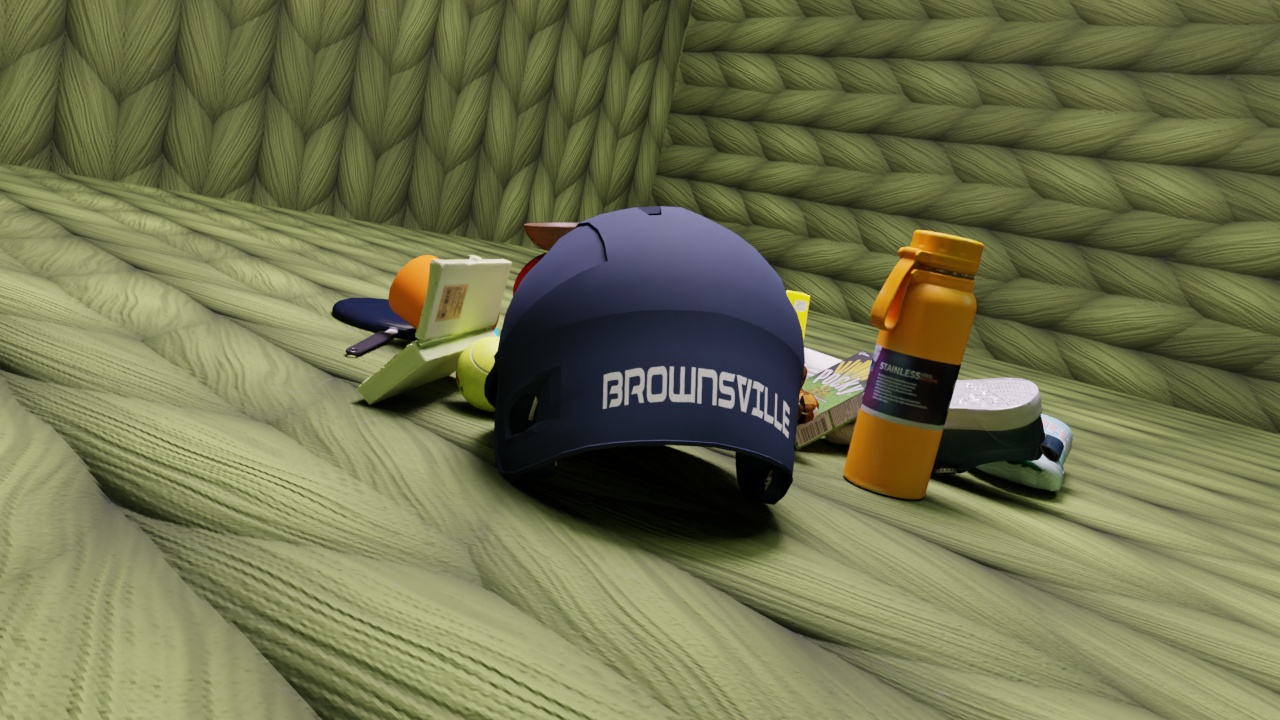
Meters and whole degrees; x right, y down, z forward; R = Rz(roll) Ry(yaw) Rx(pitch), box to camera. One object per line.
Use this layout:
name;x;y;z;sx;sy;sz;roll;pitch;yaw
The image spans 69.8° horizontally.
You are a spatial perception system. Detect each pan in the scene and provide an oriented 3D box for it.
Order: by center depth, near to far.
pan;-0.282;-0.039;1.072;0.199;0.021;0.356;12;9;-2

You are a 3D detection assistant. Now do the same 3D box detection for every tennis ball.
tennis ball;-0.128;0.012;0.799;0.065;0.065;0.065;12;9;-2

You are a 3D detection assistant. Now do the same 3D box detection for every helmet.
helmet;0.000;0.000;0.706;0.232;0.222;0.273;9;-27;-20

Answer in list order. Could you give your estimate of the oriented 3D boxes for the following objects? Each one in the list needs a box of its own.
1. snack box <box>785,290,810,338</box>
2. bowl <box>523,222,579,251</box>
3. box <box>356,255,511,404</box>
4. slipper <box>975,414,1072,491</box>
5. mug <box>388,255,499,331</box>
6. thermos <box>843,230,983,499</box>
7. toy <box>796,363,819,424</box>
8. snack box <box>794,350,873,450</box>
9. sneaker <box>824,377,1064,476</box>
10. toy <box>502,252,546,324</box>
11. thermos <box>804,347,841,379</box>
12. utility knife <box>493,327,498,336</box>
snack box;0.164;-0.004;1.038;0.029;0.147;0.040;12;-18;-1
bowl;-0.074;-0.139;1.042;0.118;0.030;0.117;1;10;0
box;-0.167;-0.028;0.812;0.047;0.141;0.187;31;9;4
slipper;0.434;0.092;1.038;0.104;0.074;0.245;16;8;28
mug;-0.214;-0.052;1.027;0.096;0.077;0.113;36;-14;22
thermos;0.242;0.003;0.814;0.076;0.233;0.091;19;12;32
toy;0.111;0.045;0.895;0.112;0.067;0.087;-6;46;-2
snack box;0.200;0.039;0.961;0.147;0.025;0.080;-25;21;-15
sneaker;0.302;0.075;0.942;0.236;0.087;0.089;-6;24;39
toy;-0.062;-0.058;1.098;0.197;0.159;0.120;14;39;-49
thermos;0.179;0.021;1.096;0.220;0.099;0.099;17;9;6
utility knife;-0.180;-0.033;1.112;0.022;0.015;0.123;12;20;-17
